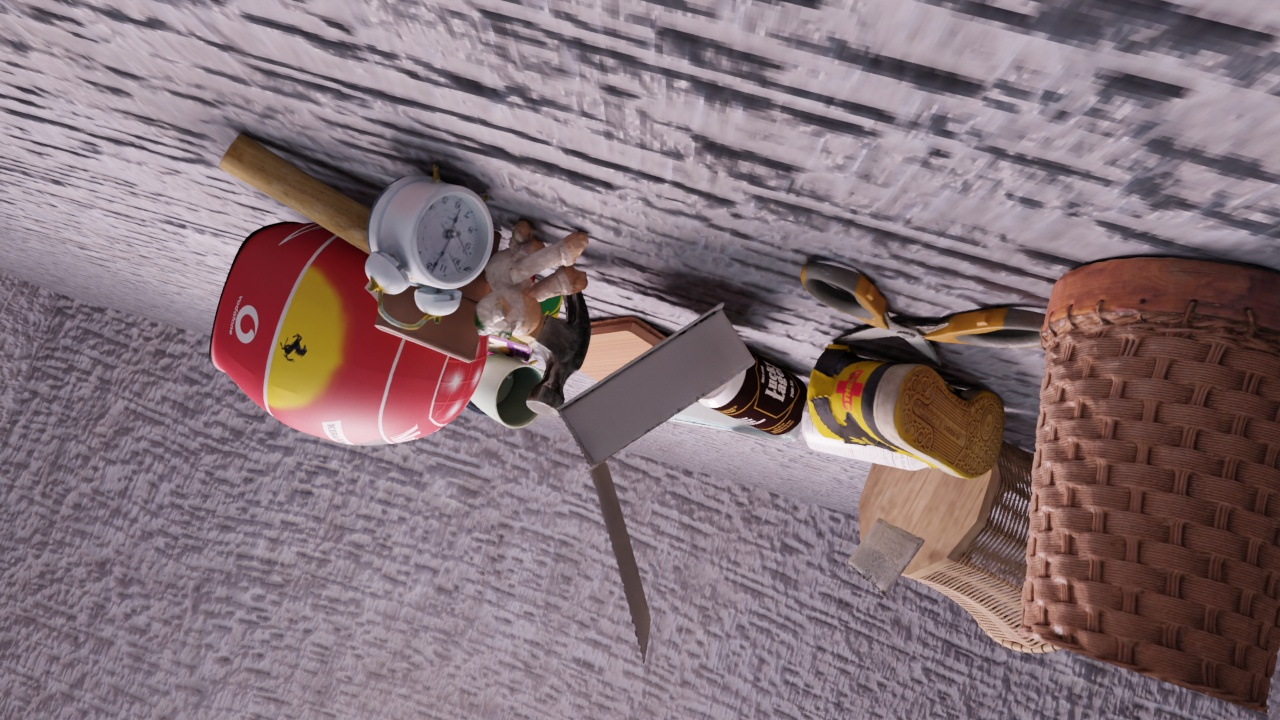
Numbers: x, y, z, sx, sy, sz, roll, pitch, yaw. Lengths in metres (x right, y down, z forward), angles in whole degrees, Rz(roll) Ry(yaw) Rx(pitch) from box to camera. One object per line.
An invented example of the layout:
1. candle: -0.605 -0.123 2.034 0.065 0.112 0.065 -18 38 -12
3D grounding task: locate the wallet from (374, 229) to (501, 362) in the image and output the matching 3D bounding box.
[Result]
1. wallet: -0.160 -0.067 0.742 0.087 0.120 0.013 22 154 -32

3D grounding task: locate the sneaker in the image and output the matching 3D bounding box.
1. sneaker: 0.242 0.049 0.850 0.122 0.086 0.238 12 173 44

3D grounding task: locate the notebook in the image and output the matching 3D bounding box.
1. notebook: -0.006 0.006 1.084 0.169 0.022 0.211 32 160 -29

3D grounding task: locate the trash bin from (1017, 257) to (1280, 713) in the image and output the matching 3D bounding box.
1. trash bin: 0.288 0.067 0.513 0.151 0.210 0.151 16 171 2

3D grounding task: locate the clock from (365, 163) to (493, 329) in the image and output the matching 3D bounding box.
1. clock: -0.158 -0.080 0.673 0.057 0.117 0.083 17 173 40

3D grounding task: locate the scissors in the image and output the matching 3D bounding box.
1. scissors: 0.211 -0.026 0.683 0.226 0.016 0.225 8 168 40

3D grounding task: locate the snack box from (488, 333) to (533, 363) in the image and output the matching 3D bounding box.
1. snack box: -0.206 -0.043 1.175 0.148 0.040 0.143 17 170 -6

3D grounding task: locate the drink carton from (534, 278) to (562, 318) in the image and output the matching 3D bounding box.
1. drink carton: -0.128 -0.058 0.970 0.058 0.041 0.123 19 170 -18

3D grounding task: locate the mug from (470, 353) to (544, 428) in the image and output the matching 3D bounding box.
1. mug: -0.171 0.030 1.205 0.111 0.084 0.104 -13 -157 -38

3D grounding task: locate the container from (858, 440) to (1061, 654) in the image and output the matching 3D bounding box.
1. container: 0.377 0.179 1.003 0.196 0.226 0.227 27 167 -20

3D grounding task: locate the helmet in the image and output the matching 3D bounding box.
1. helmet: -0.256 -0.025 0.871 0.224 0.198 0.270 20 -171 1

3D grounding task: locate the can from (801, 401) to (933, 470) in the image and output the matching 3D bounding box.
1. can: 0.247 0.069 0.973 0.136 0.078 0.078 10 169 33

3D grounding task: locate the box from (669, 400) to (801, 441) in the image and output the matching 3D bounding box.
1. box: 0.108 0.054 1.131 0.199 0.085 0.070 9 -163 40

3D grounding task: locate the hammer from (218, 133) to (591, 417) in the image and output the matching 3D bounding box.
1. hammer: -0.184 -0.085 0.766 0.330 0.132 0.033 31 154 -21

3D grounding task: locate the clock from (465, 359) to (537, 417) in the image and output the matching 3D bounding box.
1. clock: -0.242 0.019 1.383 0.161 0.117 0.060 18 -178 -9

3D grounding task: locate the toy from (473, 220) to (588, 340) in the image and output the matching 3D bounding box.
1. toy: -0.093 -0.060 0.736 0.074 0.105 0.085 37 161 -1

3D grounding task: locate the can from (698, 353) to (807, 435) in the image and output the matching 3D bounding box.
1. can: 0.119 0.032 0.989 0.128 0.072 0.072 24 167 -39

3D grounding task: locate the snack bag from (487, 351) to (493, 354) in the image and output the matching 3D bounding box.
1. snack bag: -0.261 -0.021 1.210 0.070 0.016 0.197 18 172 -29

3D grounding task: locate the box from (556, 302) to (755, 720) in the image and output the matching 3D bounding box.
1. box: -0.025 0.142 0.806 0.149 0.412 0.167 19 178 4
